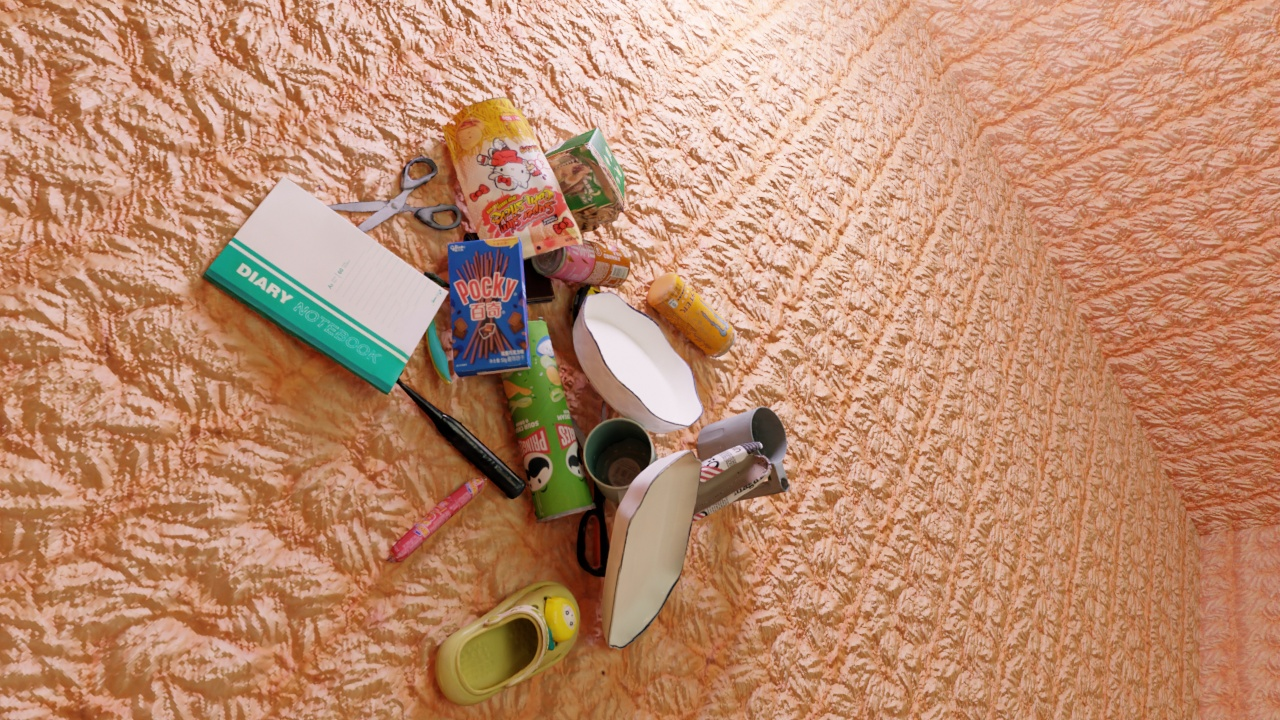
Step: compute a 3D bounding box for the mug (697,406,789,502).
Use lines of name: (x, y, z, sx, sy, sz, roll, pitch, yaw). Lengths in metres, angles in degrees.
mug: (0.150, 0.137, 1.314, 0.083, 0.104, 0.124, -9, 81, -49)

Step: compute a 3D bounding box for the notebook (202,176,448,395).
notebook: (-0.317, -0.078, 0.948, 0.209, 0.012, 0.150, 36, 50, -20)

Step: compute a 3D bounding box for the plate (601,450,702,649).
plate: (0.006, 0.218, 1.070, 0.161, 0.034, 0.266, -33, 140, -47)

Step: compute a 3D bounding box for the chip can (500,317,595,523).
chip can: (-0.117, 0.069, 1.079, 0.072, 0.072, 0.236, -6, 77, -48)

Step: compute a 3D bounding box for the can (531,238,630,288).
can: (-0.076, -0.130, 1.208, 0.147, 0.058, 0.058, 4, 70, -55)

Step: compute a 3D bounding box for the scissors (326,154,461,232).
scissors: (-0.278, -0.180, 1.058, 0.171, 0.014, 0.159, 27, 55, -36)

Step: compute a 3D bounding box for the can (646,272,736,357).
can: (0.077, -0.066, 1.359, 0.146, 0.058, 0.058, 40, 48, -29)

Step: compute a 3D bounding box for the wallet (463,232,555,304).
wallet: (-0.162, -0.116, 1.152, 0.122, 0.020, 0.096, -11, 87, -50)

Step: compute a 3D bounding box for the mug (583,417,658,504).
mug: (-0.018, 0.136, 1.091, 0.106, 0.082, 0.111, 76, 5, -68)

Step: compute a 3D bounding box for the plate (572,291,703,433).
plate: (-0.007, 0.007, 1.139, 0.205, 0.046, 0.204, 40, 24, -22)

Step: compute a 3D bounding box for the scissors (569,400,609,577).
scissors: (-0.041, 0.169, 1.154, 0.221, 0.022, 0.223, 48, 45, -22)

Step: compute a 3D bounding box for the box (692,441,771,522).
box: (0.100, 0.170, 1.226, 0.163, 0.074, 0.079, -30, 94, -10)

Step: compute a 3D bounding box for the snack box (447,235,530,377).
snack box: (-0.174, -0.063, 1.051, 0.026, 0.084, 0.157, 80, 4, -76)

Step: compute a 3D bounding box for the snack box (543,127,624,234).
snack box: (-0.083, -0.245, 1.226, 0.117, 0.118, 0.105, 58, 29, -32)

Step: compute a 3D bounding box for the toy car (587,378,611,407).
toy car: (-0.017, 0.044, 1.210, 0.122, 0.056, 0.037, 36, 46, -32)

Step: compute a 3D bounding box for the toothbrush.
toothbrush: (-0.206, 0.077, 1.013, 0.212, 0.026, 0.027, 48, 57, -21)

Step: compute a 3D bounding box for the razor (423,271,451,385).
razor: (-0.228, -0.034, 1.035, 0.043, 0.028, 0.132, 51, 27, -71)

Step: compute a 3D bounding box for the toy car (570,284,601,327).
toy car: (-0.034, -0.045, 1.243, 0.155, 0.041, 0.071, 35, 50, -34)

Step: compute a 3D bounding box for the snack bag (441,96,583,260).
snack bag: (-0.161, -0.217, 1.130, 0.128, 0.073, 0.207, -17, 74, -20)

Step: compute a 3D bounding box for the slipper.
slipper: (-0.124, 0.297, 0.964, 0.190, 0.082, 0.091, -18, 90, -47)

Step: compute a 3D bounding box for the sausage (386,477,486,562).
sausage: (-0.214, 0.165, 0.971, 0.020, 0.020, 0.155, 59, 41, -10)
